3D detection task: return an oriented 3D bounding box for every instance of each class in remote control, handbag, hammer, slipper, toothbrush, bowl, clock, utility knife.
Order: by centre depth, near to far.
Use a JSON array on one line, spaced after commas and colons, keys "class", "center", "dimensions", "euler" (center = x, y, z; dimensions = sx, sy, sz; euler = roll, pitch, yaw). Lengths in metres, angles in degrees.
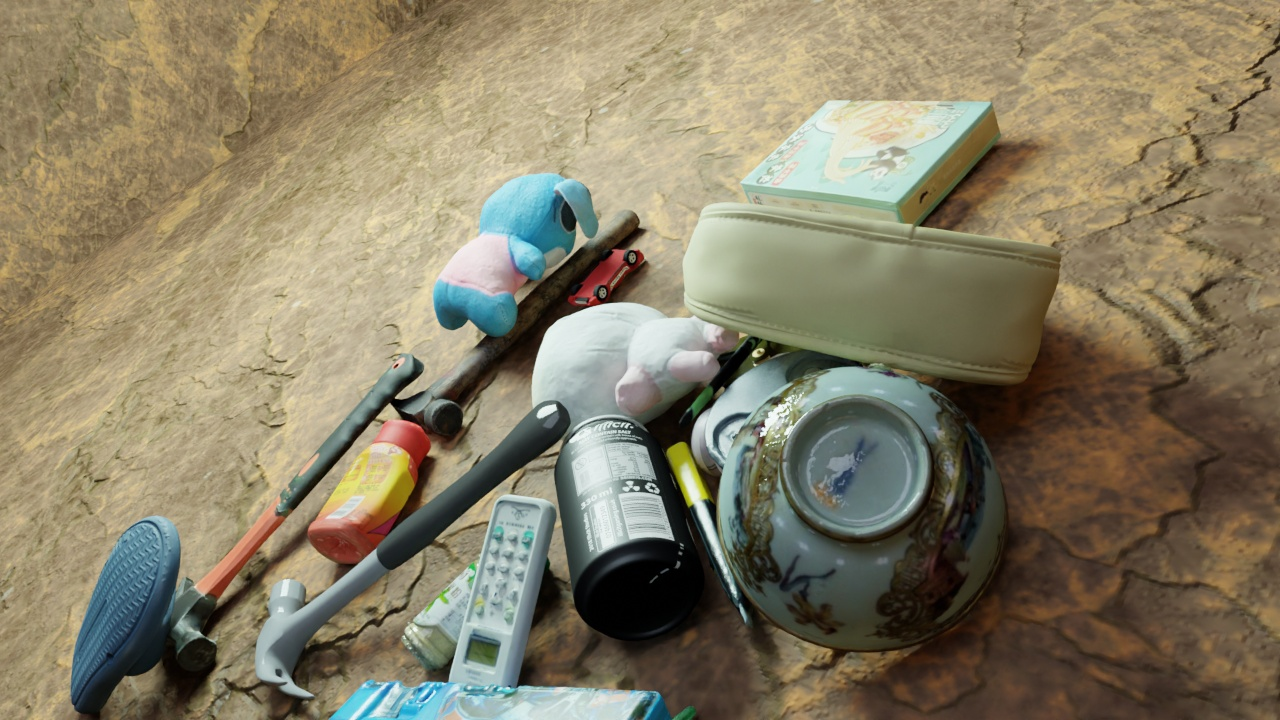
[{"class": "bowl", "center": [0.112, 0.067, 0.480], "dimensions": [0.160, 0.094, 0.159], "euler": [-5, 66, 12]}, {"class": "utility knife", "center": [0.046, 0.111, 0.597], "dimensions": [0.020, 0.029, 0.174], "euler": [-31, 32, 5]}, {"class": "remote control", "center": [-0.088, 0.156, 0.605], "dimensions": [0.050, 0.022, 0.133], "euler": [2, 71, 34]}, {"class": "handbag", "center": [0.138, -0.046, 0.609], "dimensions": [0.233, 0.088, 0.190], "euler": [10, 6, 8]}, {"class": "clock", "center": [0.097, 0.046, 0.616], "dimensions": [0.116, 0.059, 0.158], "euler": [-39, 33, -14]}, {"class": "hammer", "center": [-0.172, 0.135, 0.678], "dimensions": [0.311, 0.029, 0.125], "euler": [-39, 31, 11]}, {"class": "toothbrush", "center": [0.081, -0.009, 0.688], "dimensions": [0.017, 0.014, 0.187], "euler": [8, 41, 37]}, {"class": "slipper", "center": [-0.412, 0.215, 0.745], "dimensions": [0.214, 0.059, 0.103], "euler": [-50, 45, 27]}, {"class": "handbag", "center": [0.087, -0.034, 0.764], "dimensions": [0.084, 0.027, 0.177], "euler": [-24, 31, 8]}, {"class": "hammer", "center": [-0.315, 0.119, 0.848], "dimensions": [0.133, 0.033, 0.332], "euler": [11, 56, 49]}, {"class": "hammer", "center": [-0.121, -0.052, 0.950], "dimensions": [0.120, 0.033, 0.329], "euler": [13, 52, 49]}]

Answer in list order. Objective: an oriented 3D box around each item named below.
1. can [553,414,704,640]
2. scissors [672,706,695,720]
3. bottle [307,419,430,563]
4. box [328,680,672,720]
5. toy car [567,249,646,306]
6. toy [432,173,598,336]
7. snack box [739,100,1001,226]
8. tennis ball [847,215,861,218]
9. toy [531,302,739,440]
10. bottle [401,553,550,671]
[{"class": "can", "center": [-0.012, 0.105, 0.602], "dimensions": [0.080, 0.080, 0.146], "euler": [-27, 33, 5]}, {"class": "scissors", "center": [-0.019, 0.232, 0.502], "dimensions": [0.126, 0.011, 0.123], "euler": [-42, 34, -16]}, {"class": "bottle", "center": [-0.231, 0.110, 0.799], "dimensions": [0.072, 0.048, 0.133], "euler": [-10, 38, 29]}, {"class": "box", "center": [-0.115, 0.251, 0.495], "dimensions": [0.244, 0.060, 0.175], "euler": [-12, 38, 34]}, {"class": "toy car", "center": [-0.034, -0.083, 0.927], "dimensions": [0.038, 0.025, 0.089], "euler": [6, 48, 43]}, {"class": "toy", "center": [-0.141, -0.109, 0.947], "dimensions": [0.224, 0.099, 0.191], "euler": [-3, 50, 55]}, {"class": "snack box", "center": [0.208, -0.184, 0.852], "dimensions": [0.141, 0.044, 0.194], "euler": [-44, 36, -18]}, {"class": "tennis ball", "center": [0.163, -0.082, 0.730], "dimensions": [0.065, 0.065, 0.065], "euler": [-21, 34, 15]}, {"class": "toy", "center": [-0.004, 0.004, 0.704], "dimensions": [0.180, 0.101, 0.138], "euler": [-9, 24, 41]}, {"class": "bottle", "center": [-0.114, 0.166, 0.639], "dimensions": [0.109, 0.043, 0.043], "euler": [-43, 35, -16]}]
